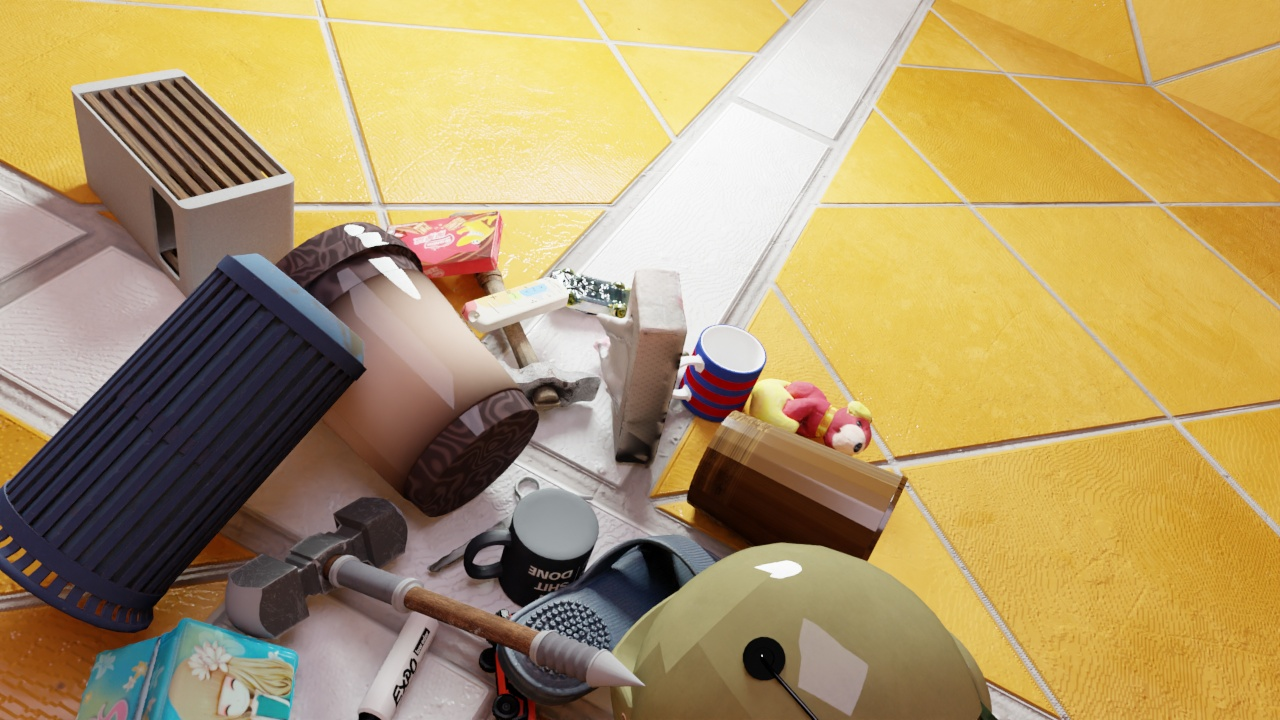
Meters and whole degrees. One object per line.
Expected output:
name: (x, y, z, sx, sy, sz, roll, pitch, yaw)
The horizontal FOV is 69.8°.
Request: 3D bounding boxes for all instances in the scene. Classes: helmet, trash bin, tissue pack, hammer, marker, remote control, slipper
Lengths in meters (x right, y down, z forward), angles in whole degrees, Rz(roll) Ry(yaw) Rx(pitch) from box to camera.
helmet: (0.095, 0.239, 0.595, 0.249, 0.256, 0.233, -23, 59, -38)
trash bin: (-0.320, 0.049, 0.654, 0.139, 0.139, 0.249, 36, 78, 17)
tissue pack: (-0.005, 0.005, 0.879, 0.071, 0.182, 0.103, 1, 44, -9)
hammer: (-0.151, -0.063, 1.001, 0.121, 0.049, 0.318, -4, 45, -28)
hammer: (-0.133, 0.172, 0.632, 0.323, 0.043, 0.155, 8, 25, 33)
marker: (-0.185, 0.241, 0.674, 0.025, 0.025, 0.125, 22, 42, 2)
remote control: (-0.128, -0.058, 0.956, 0.125, 0.018, 0.038, -23, 55, -43)
trash bin: (-0.470, -0.186, 0.950, 0.229, 0.115, 0.114, 41, 46, 22)
slipper: (0.001, 0.184, 0.729, 0.262, 0.083, 0.101, -9, 48, -50)

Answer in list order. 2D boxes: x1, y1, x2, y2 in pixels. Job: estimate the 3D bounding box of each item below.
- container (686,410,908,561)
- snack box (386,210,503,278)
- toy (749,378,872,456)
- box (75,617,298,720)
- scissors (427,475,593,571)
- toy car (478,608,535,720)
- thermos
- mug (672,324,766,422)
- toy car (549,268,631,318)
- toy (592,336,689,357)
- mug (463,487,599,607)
container: (0.140, 0.128, 0.851, 0.167, 0.132, 0.131, 27, 42, 17)
snack box: (-0.222, -0.125, 1.016, 0.133, 0.021, 0.089, -7, 44, 5)
toy: (0.183, 0.059, 0.989, 0.137, 0.067, 0.105, 22, 33, 17)
box: (-0.306, 0.274, 0.558, 0.172, 0.084, 0.226, 6, 44, -16)
scissors: (-0.110, 0.150, 0.809, 0.090, 0.014, 0.171, 26, 39, 8)
toy car: (-0.093, 0.239, 0.692, 0.048, 0.051, 0.100, 1, 44, -17)
thermos: (-0.212, 0.013, 0.809, 0.226, 0.173, 0.172, 44, 46, 15)
mug: (0.071, 0.016, 0.973, 0.111, 0.076, 0.075, -10, 49, -29)
toy car: (-0.056, -0.073, 1.052, 0.105, 0.033, 0.048, 13, 40, -14)
toy: (-0.003, -0.011, 0.988, 0.096, 0.053, 0.099, 10, 2, 20)
mug: (-0.093, 0.158, 0.758, 0.105, 0.078, 0.071, -1, 46, -22)
